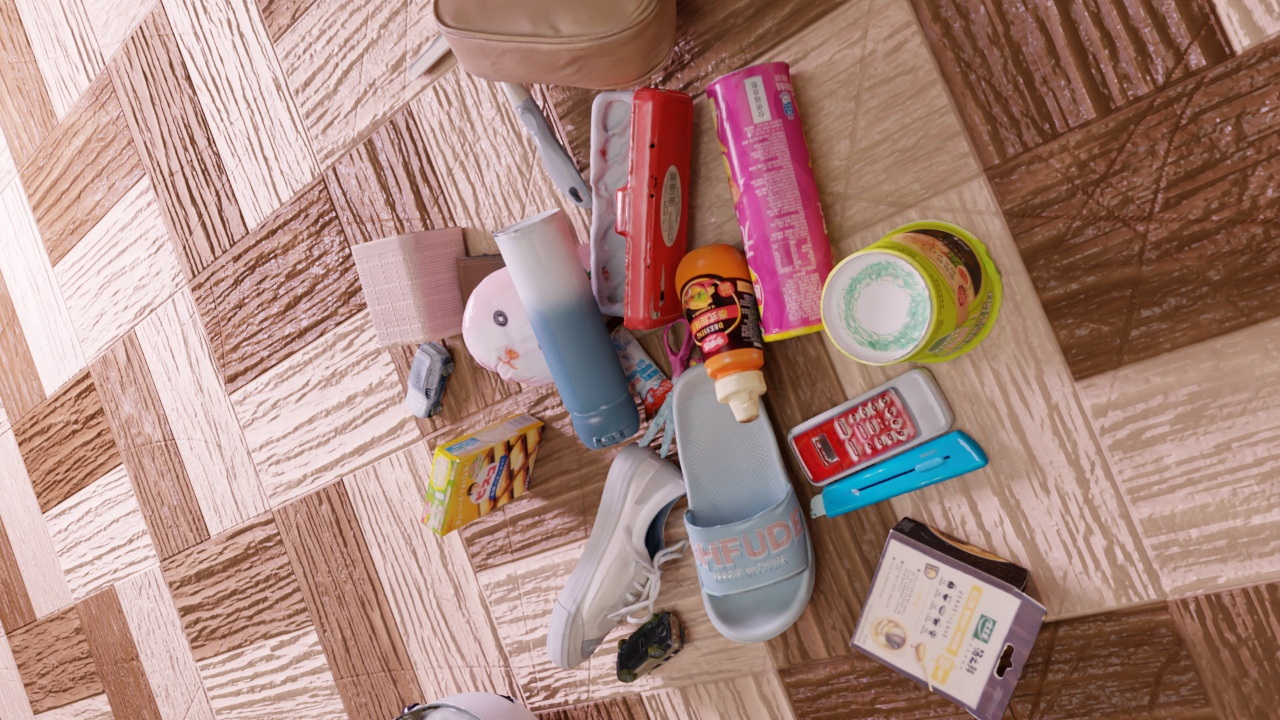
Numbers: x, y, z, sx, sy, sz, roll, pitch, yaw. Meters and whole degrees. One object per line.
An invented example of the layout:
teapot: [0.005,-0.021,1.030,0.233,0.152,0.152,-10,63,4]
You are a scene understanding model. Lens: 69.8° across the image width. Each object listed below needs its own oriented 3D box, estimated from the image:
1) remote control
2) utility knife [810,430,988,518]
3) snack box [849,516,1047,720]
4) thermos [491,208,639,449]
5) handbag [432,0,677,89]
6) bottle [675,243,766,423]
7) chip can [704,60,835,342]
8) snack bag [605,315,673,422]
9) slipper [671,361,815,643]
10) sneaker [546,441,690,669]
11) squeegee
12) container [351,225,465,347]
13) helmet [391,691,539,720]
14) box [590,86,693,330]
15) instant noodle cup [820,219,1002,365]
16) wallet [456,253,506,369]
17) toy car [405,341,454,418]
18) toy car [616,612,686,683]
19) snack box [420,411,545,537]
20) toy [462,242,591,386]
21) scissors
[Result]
remote control: [0.185,0.056,0.749,0.136,0.020,0.056,-31,81,34]
utility knife: [0.202,0.097,0.747,0.160,0.018,0.034,-30,83,35]
snack box: [0.242,0.203,0.721,0.126,0.053,0.113,23,111,27]
thermos: [-0.061,-0.024,0.820,0.070,0.070,0.220,-9,110,34]
handbag: [-0.065,-0.299,0.777,0.205,0.100,0.147,12,70,19]
bottle: [0.073,-0.020,0.761,0.067,0.066,0.149,-24,68,34]
chip can: [0.109,-0.125,0.733,0.072,0.071,0.210,-13,92,35]
snack bag: [-0.005,0.005,0.861,0.048,0.026,0.104,-39,78,19]
slipper: [0.084,0.119,0.781,0.104,0.074,0.245,-13,89,8]
sneaker: [-0.011,0.202,0.874,0.091,0.089,0.242,28,107,22]
squeegee: [-0.111,-0.251,0.872,0.247,0.039,0.246,-31,82,33]
container: [-0.233,-0.076,0.960,0.090,0.090,0.111,-5,99,34]
helmet: [-0.169,0.462,0.991,0.229,0.145,0.259,43,111,17]
box: [-0.012,-0.132,0.798,0.102,0.095,0.201,9,106,29]
instant noodle cup: [0.190,-0.044,0.663,0.112,0.123,0.112,7,103,32]
wallet: [-0.135,-0.049,0.935,0.101,0.032,0.124,0,100,31]
toy car: [-0.237,0.023,1.015,0.043,0.034,0.091,31,116,21]
toy car: [0.007,0.284,0.899,0.035,0.042,0.091,29,123,-24]
snack box: [-0.155,0.110,0.912,0.034,0.140,0.087,27,113,24]
toy: [-0.099,-0.053,0.875,0.121,0.054,0.159,28,99,0]
scissors: [0.027,0.022,0.831,0.083,0.017,0.138,38,103,16]
